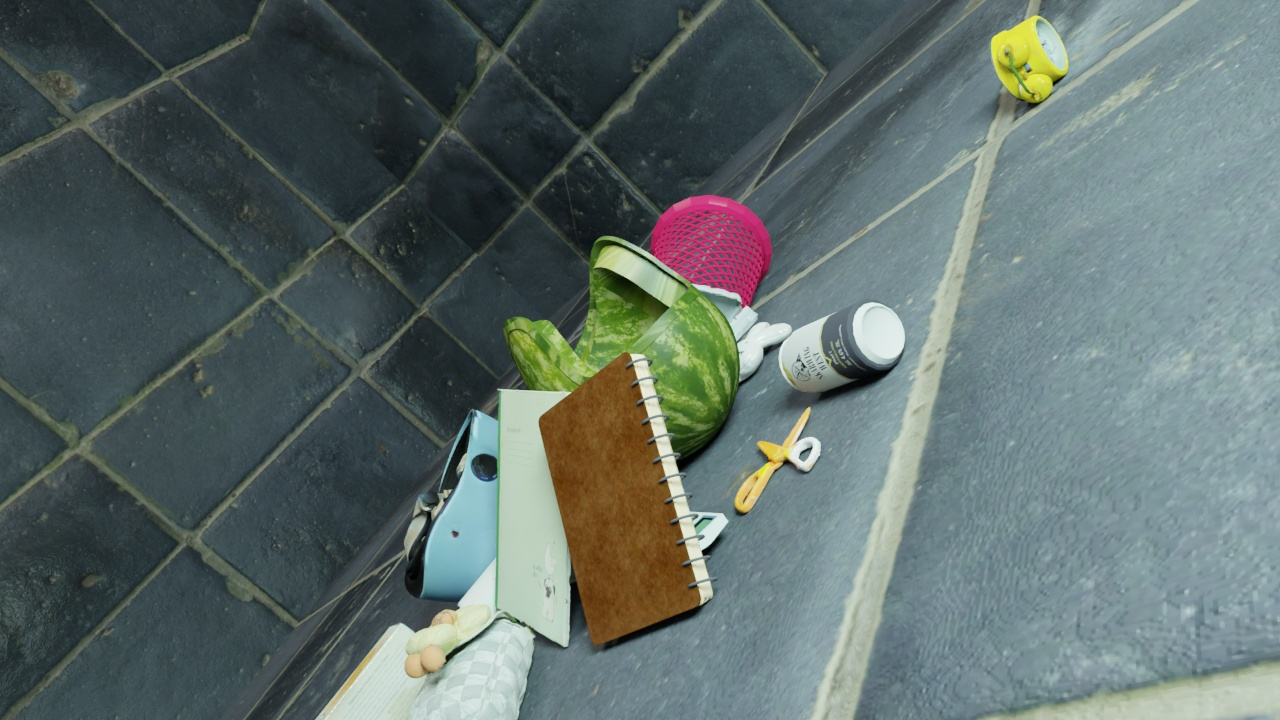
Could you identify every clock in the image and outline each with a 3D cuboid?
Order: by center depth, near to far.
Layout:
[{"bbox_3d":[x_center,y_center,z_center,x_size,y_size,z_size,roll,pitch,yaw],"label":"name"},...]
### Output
[{"bbox_3d":[0.434,-0.335,1.032,0.057,0.083,0.118,-25,21,46],"label":"clock"}]

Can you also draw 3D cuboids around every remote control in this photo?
[{"bbox_3d":[0.035,0.165,0.852,0.049,0.024,0.144,-40,7,-21],"label":"remote control"}]

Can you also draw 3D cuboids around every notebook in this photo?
[{"bbox_3d":[-0.017,0.123,0.818,0.024,0.225,0.168,1,-26,-40],"label":"notebook"},{"bbox_3d":[-0.118,0.158,0.985,0.182,0.010,0.252,-1,88,59],"label":"notebook"}]

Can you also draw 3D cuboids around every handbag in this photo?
[{"bbox_3d":[-0.172,0.308,0.873,0.112,0.123,0.171,-29,14,7],"label":"handbag"}]

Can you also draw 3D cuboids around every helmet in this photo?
[{"bbox_3d":[-0.006,0.006,1.033,0.212,0.247,0.244,-45,-35,-31],"label":"helmet"},{"bbox_3d":[-0.220,0.204,1.255,0.226,0.166,0.265,135,147,-54],"label":"helmet"}]

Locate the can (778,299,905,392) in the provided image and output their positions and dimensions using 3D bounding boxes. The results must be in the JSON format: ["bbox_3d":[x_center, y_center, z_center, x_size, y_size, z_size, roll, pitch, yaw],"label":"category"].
[{"bbox_3d":[0.180,-0.009,0.844,0.064,0.064,0.128,-52,12,-29],"label":"can"}]

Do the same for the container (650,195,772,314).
[{"bbox_3d":[0.085,-0.100,1.309,0.184,0.183,0.225,-39,20,34],"label":"container"}]

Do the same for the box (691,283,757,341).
[{"bbox_3d":[0.048,-0.019,1.192,0.107,0.110,0.217,-36,-10,-50],"label":"box"}]

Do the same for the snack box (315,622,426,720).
[{"bbox_3d":[-0.306,0.414,1.041,0.207,0.104,0.058,-53,13,-32],"label":"snack box"}]

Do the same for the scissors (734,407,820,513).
[{"bbox_3d":[0.129,0.087,0.829,0.125,0.011,0.129,-53,14,-28],"label":"scissors"}]

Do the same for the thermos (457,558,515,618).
[{"bbox_3d":[-0.127,0.231,1.135,0.229,0.068,0.068,-51,12,-22],"label":"thermos"}]

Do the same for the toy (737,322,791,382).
[{"bbox_3d":[0.125,-0.002,1.103,0.125,0.037,0.076,-48,13,-14],"label":"toy"}]

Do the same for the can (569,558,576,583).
[{"bbox_3d":[-0.082,0.213,1.063,0.054,0.054,0.096,-43,11,17],"label":"can"}]
